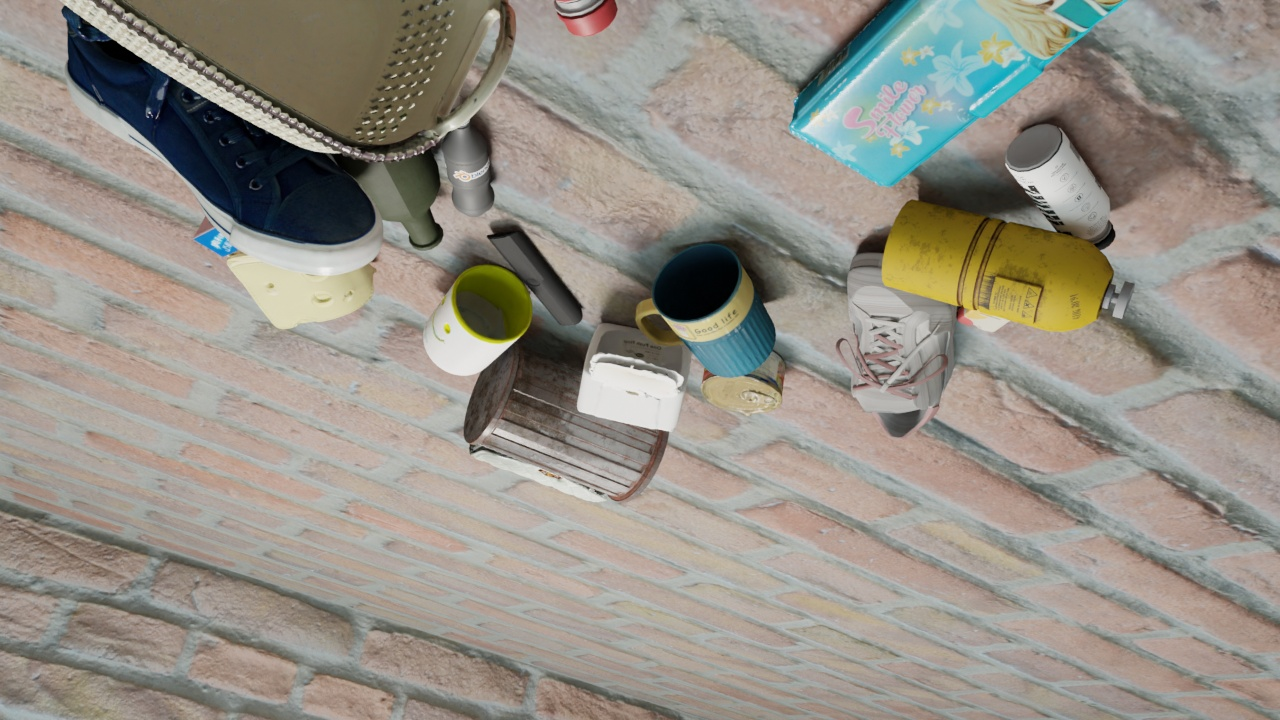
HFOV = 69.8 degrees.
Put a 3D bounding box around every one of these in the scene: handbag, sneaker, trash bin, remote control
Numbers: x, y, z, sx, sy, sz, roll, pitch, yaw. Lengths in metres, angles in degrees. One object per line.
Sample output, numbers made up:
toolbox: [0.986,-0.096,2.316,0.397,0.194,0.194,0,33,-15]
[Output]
handbag: [-0.119,0.124,1.207,0.194,0.072,0.139,24,150,-19]
sneaker: [-0.300,-0.176,0.649,0.294,0.120,0.128,38,138,9]
handbag: [-0.329,-0.099,0.888,0.111,0.081,0.119,-6,146,7]
trash bin: [-0.075,0.071,1.027,0.211,0.130,0.131,24,149,-23]
sneaker: [0.228,0.000,0.822,0.099,0.089,0.236,7,152,29]
remote control: [0.314,-0.058,0.772,0.038,0.018,0.126,17,153,-8]
remote control: [-0.101,-0.080,0.896,0.033,0.015,0.147,-3,148,25]

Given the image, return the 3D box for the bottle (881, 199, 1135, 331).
bottle: [0.267,-0.065,0.669,0.164,0.071,0.071,20,157,29]

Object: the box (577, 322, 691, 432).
box: [-0.007,0.021,0.898,0.111,0.188,0.101,10,107,1]

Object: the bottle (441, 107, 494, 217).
bottle: [-0.141,-0.161,0.746,0.036,0.036,0.110,11,151,3]

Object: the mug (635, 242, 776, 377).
mug: [0.056,-0.040,0.835,0.114,0.083,0.107,-11,148,23]

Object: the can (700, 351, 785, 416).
can: [0.108,0.020,0.963,0.086,0.043,0.086,10,151,5]

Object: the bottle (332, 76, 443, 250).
bottle: [-0.204,-0.163,0.733,0.071,0.071,0.207,6,150,12]

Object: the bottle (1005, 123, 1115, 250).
bottle: [0.302,-0.117,0.648,0.041,0.041,0.116,-17,139,42]

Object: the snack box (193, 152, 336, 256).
snack box: [-0.317,-0.148,0.787,0.154,0.087,0.033,-12,143,37]

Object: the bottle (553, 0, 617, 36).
bottle: [-0.058,-0.261,0.512,0.062,0.062,0.177,0,149,22]

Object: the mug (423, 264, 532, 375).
mug: [-0.167,-0.039,0.928,0.082,0.082,0.106,24,150,-20]

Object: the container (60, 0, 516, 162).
container: [-0.208,-0.227,0.515,0.251,0.184,0.143,31,166,-36]

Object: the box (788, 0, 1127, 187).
box: [0.193,-0.195,0.559,0.094,0.039,0.227,24,148,-18]
